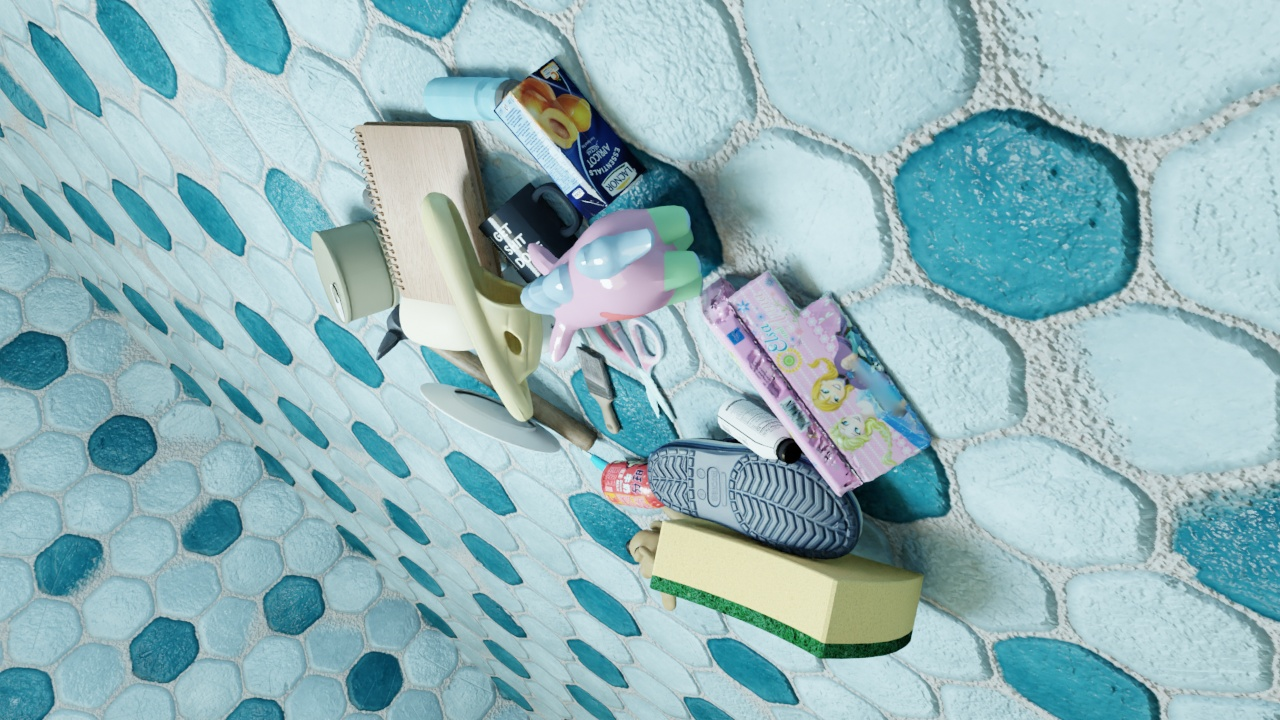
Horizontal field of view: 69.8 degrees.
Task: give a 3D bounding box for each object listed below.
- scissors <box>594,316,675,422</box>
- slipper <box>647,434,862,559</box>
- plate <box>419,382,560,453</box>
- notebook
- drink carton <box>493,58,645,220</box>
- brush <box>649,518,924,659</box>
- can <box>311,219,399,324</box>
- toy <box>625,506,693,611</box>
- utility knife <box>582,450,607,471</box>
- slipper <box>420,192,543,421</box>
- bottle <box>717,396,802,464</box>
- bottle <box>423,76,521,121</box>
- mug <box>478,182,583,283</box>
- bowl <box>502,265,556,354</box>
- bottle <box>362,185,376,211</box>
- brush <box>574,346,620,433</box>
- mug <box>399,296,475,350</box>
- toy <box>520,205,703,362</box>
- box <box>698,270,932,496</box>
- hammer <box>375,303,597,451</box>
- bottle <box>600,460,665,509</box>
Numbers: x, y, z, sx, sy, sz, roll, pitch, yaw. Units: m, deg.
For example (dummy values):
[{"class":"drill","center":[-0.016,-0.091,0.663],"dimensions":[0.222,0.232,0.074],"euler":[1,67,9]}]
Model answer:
[{"class":"scissors","center":[0.014,0.013,1.045],"dimensions":[0.105,0.016,0.179],"euler":[3,132,47]},{"class":"slipper","center":[0.126,0.132,0.994],"dimensions":[0.253,0.095,0.105],"euler":[11,105,33]},{"class":"plate","center":[-0.202,0.072,1.259],"dimensions":[0.208,0.015,0.208],"euler":[25,-175,-3]},{"class":"notebook","center":[-0.238,-0.162,1.034],"dimensions":[0.169,0.022,0.211],"euler":[10,123,31]},{"class":"drink carton","center":[-0.062,-0.194,0.815],"dimensions":[0.130,0.064,0.040],"euler":[49,149,-12]},{"class":"brush","center":[0.159,0.240,0.996],"dimensions":[0.251,0.075,0.194],"euler":[11,179,42]},{"class":"can","center":[-0.381,-0.120,1.229],"dimensions":[0.128,0.073,0.128],"euler":[42,143,42]},{"class":"toy","center":[0.036,0.250,1.228],"dimensions":[0.106,0.108,0.134],"euler":[16,141,35]},{"class":"utility knife","center":[-0.036,0.159,1.288],"dimensions":[0.124,0.015,0.022],"euler":[32,145,22]},{"class":"slipper","center":[-0.150,-0.064,0.975],"dimensions":[0.111,0.079,0.261],"euler":[-117,4,-69]},{"class":"bottle","center":[0.123,0.073,0.929],"dimensions":[0.041,0.041,0.116],"euler":[60,168,-28]},{"class":"bottle","center":[-0.154,-0.249,0.875],"dimensions":[0.130,0.040,0.040],"euler":[15,140,39]},{"class":"mug","center":[-0.104,-0.139,0.940],"dimensions":[0.105,0.071,0.077],"euler":[-31,105,37]},{"class":"bowl","center":[-0.142,-0.051,1.093],"dimensions":[0.113,0.063,0.114],"euler":[30,147,22]},{"class":"bottle","center":[-0.292,-0.181,1.127],"dimensions":[0.110,0.036,0.036],"euler":[33,149,15]},{"class":"brush","center":[-0.049,0.040,1.152],"dimensions":[0.039,0.012,0.151],"euler":[21,144,31]},{"class":"mug","center":[-0.231,-0.072,1.150],"dimensions":[0.100,0.096,0.120],"euler":[11,97,29]},{"class":"toy","center":[-0.032,-0.078,0.828],"dimensions":[0.222,0.171,0.120],"euler":[33,-136,-83]},{"class":"box","center":[0.161,0.007,0.850],"dimensions":[0.230,0.106,0.086],"euler":[52,-168,-16]},{"class":"hammer","center":[-0.197,0.026,1.232],"dimensions":[0.322,0.129,0.040],"euler":[34,152,-5]},{"class":"bottle","center":[0.011,0.162,1.192],"dimensions":[0.138,0.061,0.062],"euler":[-4,127,50]}]
